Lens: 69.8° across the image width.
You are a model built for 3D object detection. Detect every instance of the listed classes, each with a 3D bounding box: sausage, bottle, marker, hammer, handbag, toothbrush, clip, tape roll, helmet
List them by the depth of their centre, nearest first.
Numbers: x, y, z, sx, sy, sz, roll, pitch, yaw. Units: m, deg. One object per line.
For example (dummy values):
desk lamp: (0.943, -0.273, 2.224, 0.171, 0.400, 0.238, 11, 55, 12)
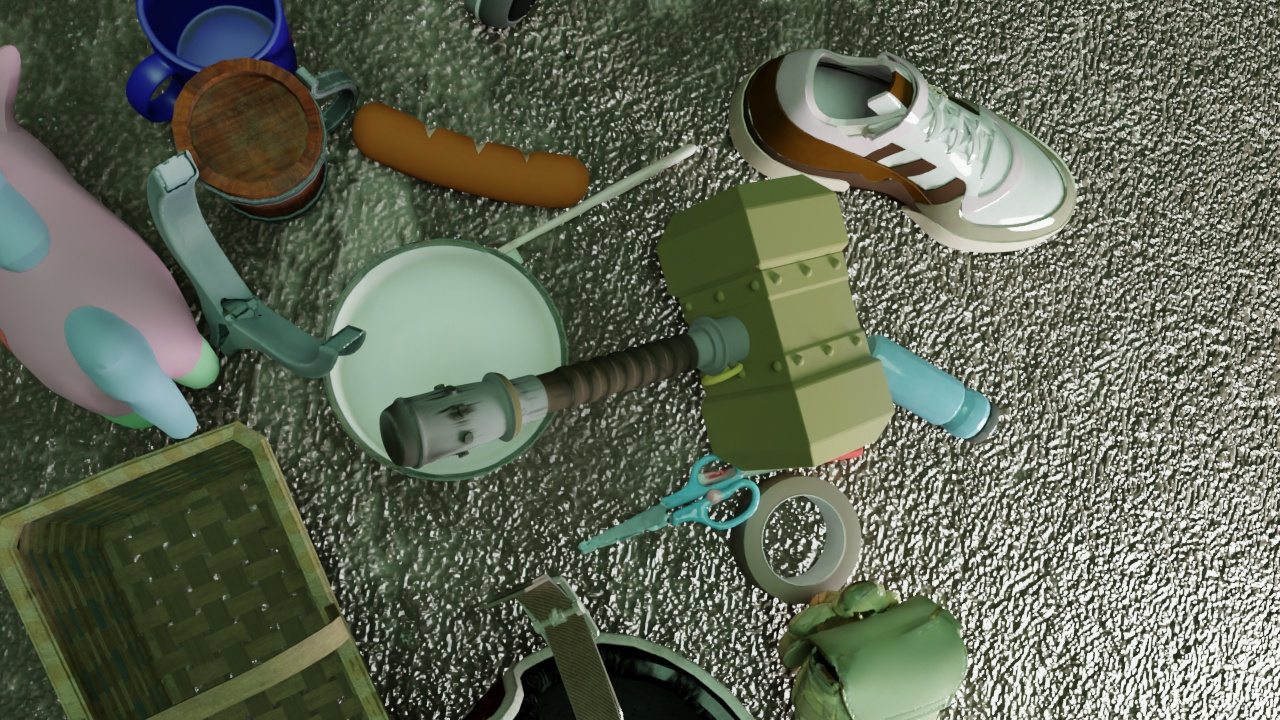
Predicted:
clip: (-0.238, -0.058, 0.524, 0.031, 0.169, 0.164, -46, 125, -36)
helmet: (-0.029, 0.272, 0.529, 0.233, 0.253, 0.234, 42, 93, 11)
hammer: (-0.003, 0.003, 0.575, 0.324, 0.101, 0.190, -16, 91, -34)
sausage: (-0.116, -0.138, 0.637, 0.164, 0.039, 0.044, 13, 84, -13)
handbag: (0.143, 0.234, 0.649, 0.113, 0.117, 0.187, -10, 127, -24)
toothbrush: (-0.032, -0.113, 0.670, 0.181, 0.016, 0.018, -32, 102, -13)
tape roll: (0.116, 0.132, 0.687, 0.093, 0.030, 0.093, 1, 87, -14)
marker: (0.103, 0.079, 0.697, 0.142, 0.013, 0.013, -9, 89, -14)
bottle: (0.226, 0.026, 0.716, 0.130, 0.040, 0.040, 29, 80, -11)

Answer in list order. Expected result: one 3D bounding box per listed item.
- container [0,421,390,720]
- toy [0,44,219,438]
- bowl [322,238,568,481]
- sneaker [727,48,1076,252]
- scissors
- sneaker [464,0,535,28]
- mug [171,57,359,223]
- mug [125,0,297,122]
container: (-0.238, 0.172, 0.513, 0.157, 0.186, 0.250, -23, 93, -15)
toy: (-0.328, -0.053, 0.511, 0.120, 0.171, 0.222, -39, 64, -13)
bowl: (-0.129, 0.001, 0.610, 0.153, 0.073, 0.153, 1, 87, -14)
sneaker: (0.220, -0.167, 0.685, 0.293, 0.116, 0.111, 18, 83, -13)
scissors: (0.018, 0.110, 0.662, 0.136, 0.015, 0.055, -22, 75, -7)
sneaker: (-0.124, -0.366, 0.630, 0.160, 0.093, 0.256, 14, 85, -5)
mug: (-0.223, -0.141, 0.573, 0.081, 0.111, 0.117, 43, 78, -9)
mug: (-0.274, -0.193, 0.576, 0.079, 0.084, 0.111, 43, 78, -9)
